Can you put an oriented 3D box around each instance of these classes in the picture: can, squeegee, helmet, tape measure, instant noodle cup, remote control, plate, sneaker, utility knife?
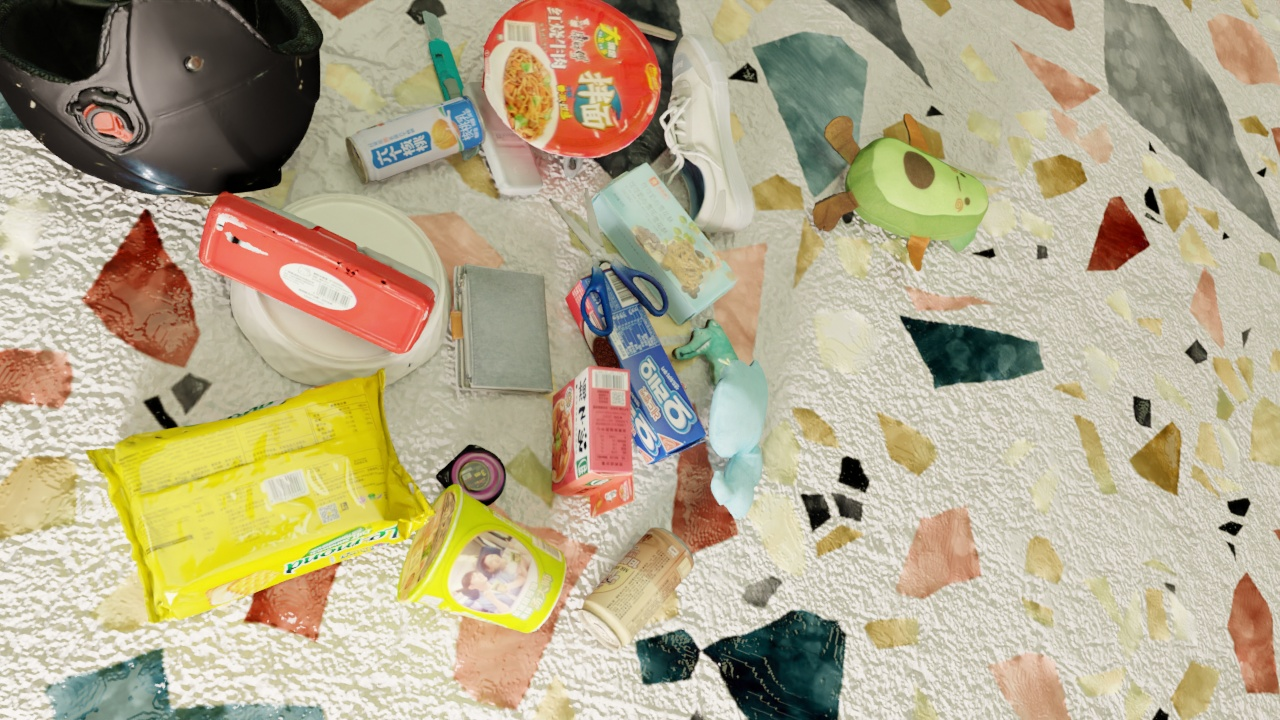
[{"bbox_3d":[-0.231,-0.228,0.946,0.134,0.053,0.053,-26,84,-22],"label":"can"},{"bbox_3d":[-0.069,-0.327,1.066,0.247,0.040,0.249,10,69,-20],"label":"squeegee"},{"bbox_3d":[-0.413,-0.252,0.786,0.274,0.231,0.233,-9,45,-23],"label":"helmet"},{"bbox_3d":[-0.158,0.113,0.875,0.058,0.039,0.057,42,62,1],"label":"tape measure"},{"bbox_3d":[-0.137,0.187,0.825,0.123,0.112,0.111,30,63,-20],"label":"instant noodle cup"},{"bbox_3d":[-0.079,-0.300,1.002,0.193,0.066,0.193,3,78,-14],"label":"instant noodle cup"},{"bbox_3d":[-0.151,-0.243,1.006,0.055,0.020,0.136,-13,77,-44],"label":"remote control"},{"bbox_3d":[-0.282,-0.072,0.882,0.204,0.046,0.204,8,69,-21],"label":"plate"},{"bbox_3d":[0.058,-0.263,1.076,0.090,0.090,0.242,-9,82,-21],"label":"sneaker"},{"bbox_3d":[-0.003,0.220,0.892,0.058,0.059,0.116,48,61,-2],"label":"can"},{"bbox_3d":[-0.210,-0.305,1.011,0.029,0.013,0.186,-14,78,-26],"label":"utility knife"}]

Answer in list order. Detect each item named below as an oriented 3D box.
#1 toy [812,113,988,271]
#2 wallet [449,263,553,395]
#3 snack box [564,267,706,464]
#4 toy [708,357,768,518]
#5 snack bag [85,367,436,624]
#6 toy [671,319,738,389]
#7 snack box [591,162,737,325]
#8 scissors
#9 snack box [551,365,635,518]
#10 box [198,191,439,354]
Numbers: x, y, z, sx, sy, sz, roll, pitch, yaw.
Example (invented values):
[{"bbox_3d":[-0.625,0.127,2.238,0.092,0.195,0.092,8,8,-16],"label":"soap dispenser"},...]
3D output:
[{"bbox_3d":[0.340,-0.218,1.174,0.246,0.090,0.226,10,75,-17],"label":"toy"},{"bbox_3d":[-0.143,-0.030,0.932,0.106,0.037,0.129,5,71,-33],"label":"wallet"},{"bbox_3d":[-0.006,0.006,0.965,0.057,0.058,0.207,-23,82,-28],"label":"snack box"},{"bbox_3d":[0.102,0.073,0.966,0.161,0.050,0.156,-55,136,-45],"label":"toy"},{"bbox_3d":[-0.316,0.110,0.782,0.246,0.068,0.158,-18,79,-23],"label":"snack bag"},{"bbox_3d":[0.083,-0.002,1.023,0.096,0.030,0.092,-19,76,-30],"label":"toy"},{"bbox_3d":[0.025,-0.130,1.029,0.074,0.052,0.175,-38,90,-28],"label":"snack box"},{"bbox_3d":[-0.040,-0.097,0.949,0.162,0.012,0.162,29,60,-8],"label":"scissors"},{"bbox_3d":[-0.049,0.082,0.889,0.044,0.113,0.127,6,70,-23],"label":"snack box"},{"bbox_3d":[-0.281,-0.087,0.829,0.201,0.095,0.098,25,35,-12],"label":"box"}]
